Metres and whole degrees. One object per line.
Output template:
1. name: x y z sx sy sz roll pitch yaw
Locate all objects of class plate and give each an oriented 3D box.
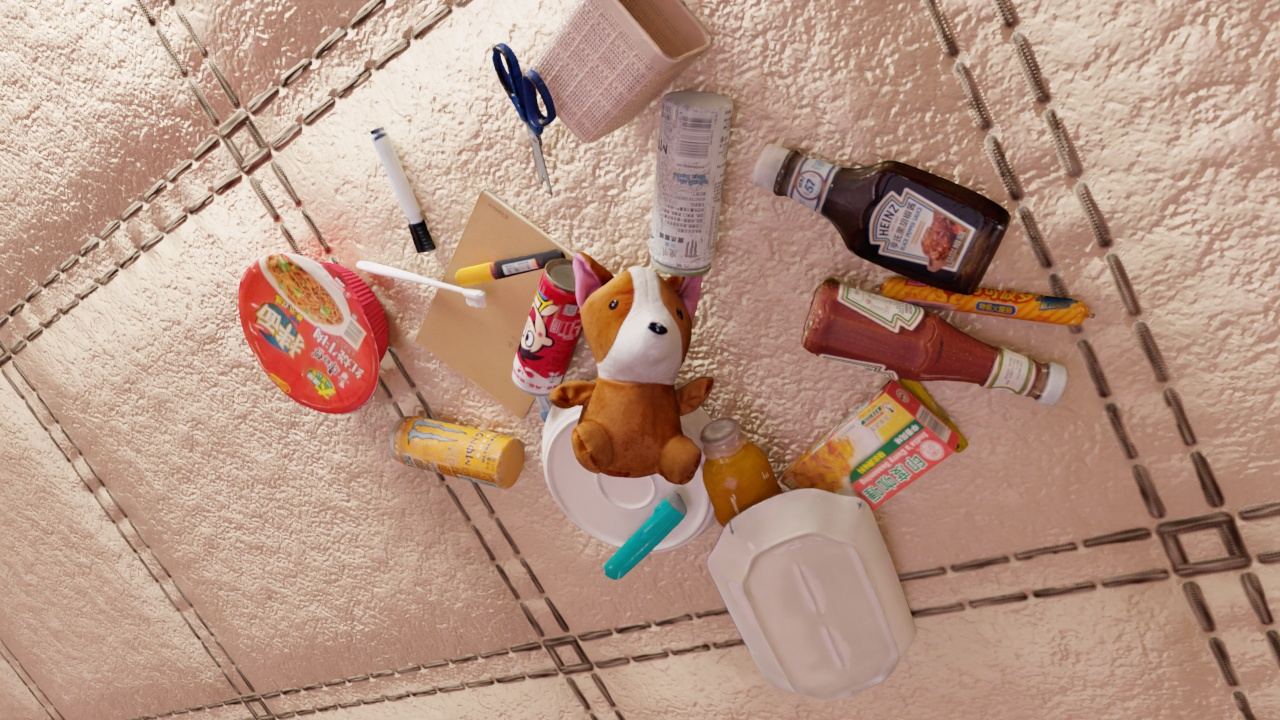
1. plate: -0.009 0.113 0.924 0.205 0.045 0.205 8 121 14
2. plate: 0.167 0.234 0.861 0.162 0.034 0.266 -21 119 7

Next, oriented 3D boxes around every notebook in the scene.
1. notebook: -0.138 -0.051 0.940 0.149 0.012 0.212 37 126 4

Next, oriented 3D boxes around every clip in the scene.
1. clip: -0.100 0.034 0.953 0.027 0.045 0.058 -12 111 28

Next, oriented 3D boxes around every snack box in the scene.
1. snack box: 0.201 0.089 0.822 0.077 0.026 0.156 41 133 2

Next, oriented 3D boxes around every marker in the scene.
1. marker: -0.239 -0.169 0.922 0.018 0.022 0.131 -6 113 37
2. marker: -0.128 -0.091 0.897 0.124 0.015 0.018 -8 114 26

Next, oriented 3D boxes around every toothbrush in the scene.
1. toothbrush: -0.231 -0.081 0.955 0.180 0.016 0.016 16 123 28
2. toothbrush: 0.216 0.006 0.784 0.016 0.016 0.190 -37 95 35

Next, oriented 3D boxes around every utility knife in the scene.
1. utility knife: 0.004 0.178 0.923 0.029 0.012 0.152 38 126 -2

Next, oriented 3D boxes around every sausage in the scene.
1. sausage: 0.270 -0.047 0.727 0.165 0.021 0.021 10 119 22

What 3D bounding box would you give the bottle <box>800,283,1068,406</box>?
1. bottle: 0.234 -0.008 0.736 0.206 0.059 0.060 17 122 7

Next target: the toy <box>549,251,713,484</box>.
1. toy: -0.005 0.005 0.805 0.140 0.199 0.131 8 169 -15

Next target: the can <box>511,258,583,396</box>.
1. can: -0.084 -0.029 0.886 0.053 0.053 0.133 30 125 10

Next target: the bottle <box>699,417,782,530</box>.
1. bottle: 0.104 0.139 0.865 0.068 0.067 0.190 -7 121 30

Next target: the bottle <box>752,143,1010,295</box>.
1. bottle: 0.183 -0.120 0.720 0.195 0.043 0.080 25 123 14

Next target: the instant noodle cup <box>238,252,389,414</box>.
1. instant noodle cup: -0.351 -0.038 1.021 0.194 0.065 0.194 13 121 22

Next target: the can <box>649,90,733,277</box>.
1. can: 0.041 -0.147 0.768 0.058 0.058 0.147 16 122 19

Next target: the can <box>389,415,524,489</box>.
1. can: -0.204 0.101 1.023 0.146 0.058 0.058 10 119 22

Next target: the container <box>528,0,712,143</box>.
1. container: -0.021 -0.242 0.732 0.090 0.089 0.111 49 129 -3

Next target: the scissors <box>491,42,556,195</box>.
1. scissors: -0.098 -0.203 0.784 0.125 0.012 0.174 53 165 -7
